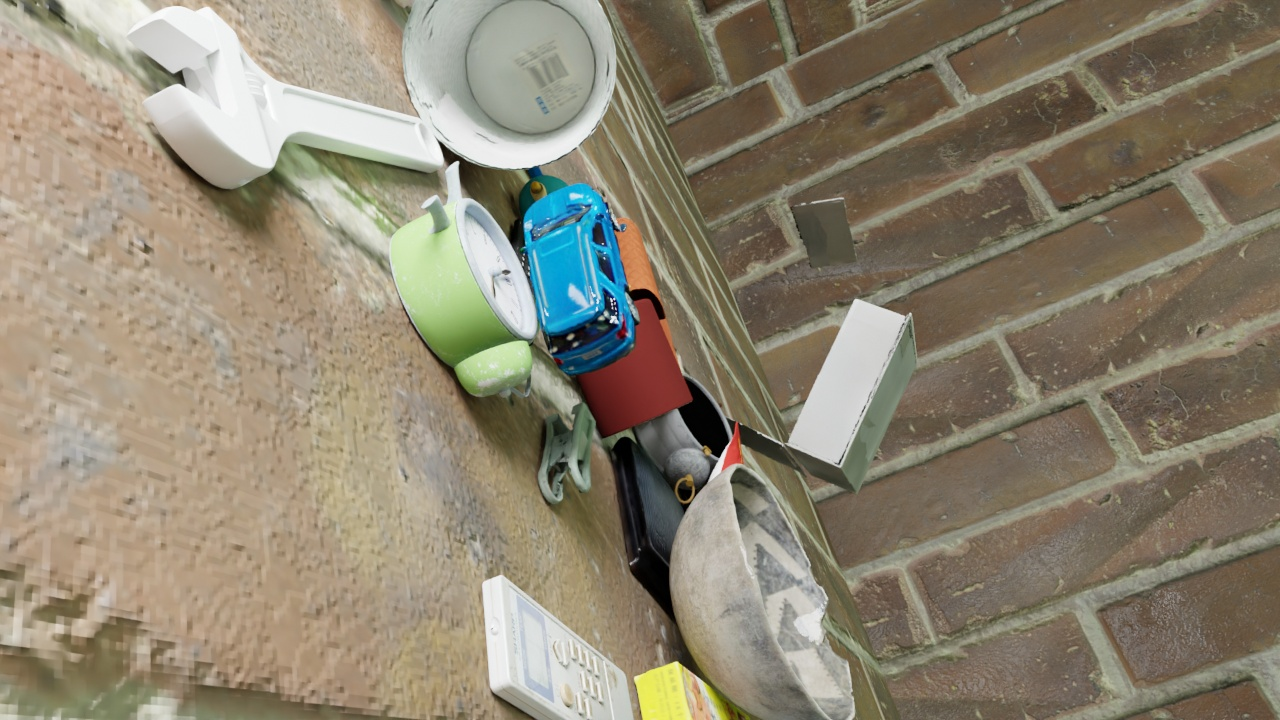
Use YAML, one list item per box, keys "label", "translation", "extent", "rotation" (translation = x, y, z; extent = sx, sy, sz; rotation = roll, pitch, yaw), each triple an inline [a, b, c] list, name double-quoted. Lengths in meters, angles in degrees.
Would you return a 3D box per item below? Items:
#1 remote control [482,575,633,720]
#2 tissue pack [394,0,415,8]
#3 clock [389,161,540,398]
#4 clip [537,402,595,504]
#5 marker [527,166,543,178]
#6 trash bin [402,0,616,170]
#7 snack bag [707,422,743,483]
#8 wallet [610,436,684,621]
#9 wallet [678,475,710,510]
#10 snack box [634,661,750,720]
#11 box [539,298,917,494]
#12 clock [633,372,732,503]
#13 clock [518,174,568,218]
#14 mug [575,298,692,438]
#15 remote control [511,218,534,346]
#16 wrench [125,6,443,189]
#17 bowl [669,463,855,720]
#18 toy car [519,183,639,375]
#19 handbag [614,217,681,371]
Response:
- label: "remote control"
  translation: [-0.033, 0.149, 0.427]
  extent: [0.136, 0.011, 0.050]
  rotation: [56, 15, -47]
- label: "tissue pack"
  translation: [-0.180, -0.312, 0.542]
  extent: [0.209, 0.066, 0.117]
  rotation: [36, 33, -68]
- label: "clock"
  translation: [-0.086, -0.033, 0.472]
  extent: [0.094, 0.043, 0.119]
  rotation: [-88, 153, -65]
- label: "clip"
  translation: [-0.043, 0.054, 0.540]
  extent: [0.023, 0.045, 0.076]
  rotation: [60, 13, -26]
- label: "marker"
  translation: [-0.103, -0.186, 0.802]
  extent: [0.013, 0.013, 0.142]
  rotation: [-92, 156, -63]
- label: "trash bin"
  translation: [-0.084, -0.208, 0.648]
  extent: [0.161, 0.133, 0.133]
  rotation: [-96, 160, -73]
- label: "snack bag"
  translation: [0.073, 0.149, 0.779]
  extent: [0.143, 0.039, 0.131]
  rotation: [-69, 155, -45]
- label: "wallet"
  translation: [0.012, 0.122, 0.677]
  extent: [0.089, 0.026, 0.114]
  rotation: [55, 15, -41]
- label: "wallet"
  translation: [0.055, 0.126, 0.886]
  extent: [0.099, 0.031, 0.119]
  rotation: [50, 14, -54]
- label: "snack box"
  translation: [0.039, 0.229, 0.571]
  extent: [0.148, 0.029, 0.040]
  rotation: [54, 17, -50]
- label: "box"
  translation: [0.101, 0.056, 0.966]
  extent: [0.167, 0.381, 0.171]
  rotation: [44, 41, -65]
- label: "clock"
  translation: [0.037, 0.070, 0.812]
  extent: [0.104, 0.056, 0.147]
  rotation: [43, 26, -26]
- label: "clock"
  translation: [-0.064, -0.106, 0.752]
  extent: [0.129, 0.044, 0.099]
  rotation: [-105, 169, -72]
- label: "mug"
  translation: [-0.004, 0.004, 0.695]
  extent: [0.105, 0.073, 0.082]
  rotation: [-17, 84, -66]
- label: "remote control"
  translation: [-0.082, -0.058, 0.637]
  extent: [0.139, 0.009, 0.030]
  rotation: [-97, 161, -57]
- label: "wrench"
  translation: [-0.142, -0.110, 0.429]
  extent: [0.273, 0.018, 0.066]
  rotation: [-54, 121, -79]
- label: "bowl"
  translation: [0.068, 0.164, 0.606]
  extent: [0.178, 0.081, 0.178]
  rotation: [57, 15, -25]
- label: "toy car"
  translation: [-0.034, -0.049, 0.493]
  extent: [0.043, 0.056, 0.120]
  rotation: [53, 19, -50]
- label: "handbag"
  translation: [-0.009, -0.049, 0.816]
  extent: [0.171, 0.060, 0.109]
  rotation: [-102, 180, -62]
